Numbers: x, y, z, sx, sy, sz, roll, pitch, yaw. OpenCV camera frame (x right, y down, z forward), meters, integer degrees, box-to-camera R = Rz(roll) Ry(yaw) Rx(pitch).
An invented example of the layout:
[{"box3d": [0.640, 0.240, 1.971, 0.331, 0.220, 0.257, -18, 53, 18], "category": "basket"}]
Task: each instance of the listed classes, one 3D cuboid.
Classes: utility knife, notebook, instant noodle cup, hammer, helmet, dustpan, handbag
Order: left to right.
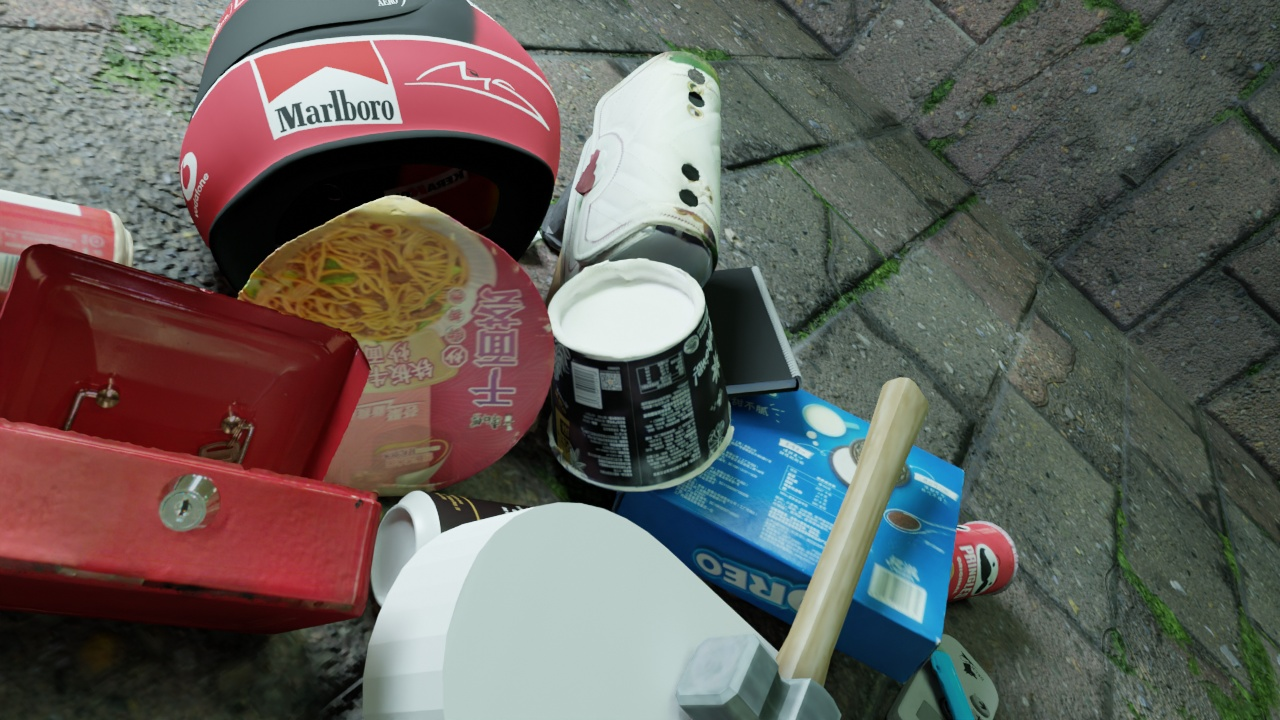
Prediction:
[{"box3d": [-0.188, -0.165, 0.639, 0.270, 0.198, 0.224, -6, 55, -41], "category": "helmet"}, {"box3d": [-0.145, -0.014, 0.541, 0.178, 0.179, 0.077, 25, 18, -26], "category": "instant noodle cup"}, {"box3d": [-0.065, -0.064, 0.772, 0.052, 0.098, 0.327, 29, 39, -17], "category": "hammer"}, {"box3d": [-0.023, 0.187, 0.474, 0.258, 0.053, 0.191, 47, 41, -31], "category": "dustpan"}, {"box3d": [-0.004, 0.004, 0.631, 0.137, 0.112, 0.137, -4, 42, 3], "category": "instant noodle cup"}, {"box3d": [0.004, -0.134, 0.724, 0.096, 0.142, 0.198, 22, 49, -21], "category": "handbag"}, {"box3d": [0.044, -0.026, 0.785, 0.149, 0.016, 0.206, -6, 30, 0], "category": "notebook"}, {"box3d": [0.130, 0.123, 0.583, 0.117, 0.051, 0.321, 51, 46, -17], "category": "hammer"}, {"box3d": [0.256, 0.310, 0.687, 0.031, 0.015, 0.224, 23, 36, -27], "category": "utility knife"}]

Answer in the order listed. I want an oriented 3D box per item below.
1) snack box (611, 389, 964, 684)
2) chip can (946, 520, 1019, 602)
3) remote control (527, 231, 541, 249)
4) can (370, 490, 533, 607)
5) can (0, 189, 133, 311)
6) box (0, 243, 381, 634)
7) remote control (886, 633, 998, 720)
[{"box3d": [0.121, 0.104, 0.705, 0.239, 0.056, 0.195, 27, 38, 7], "category": "snack box"}, {"box3d": [0.253, 0.185, 0.820, 0.232, 0.073, 0.073, 6, 46, -44], "category": "chip can"}, {"box3d": [-0.138, -0.158, 0.851, 0.049, 0.024, 0.143, 7, 47, -44], "category": "remote control"}, {"box3d": [-0.082, 0.117, 0.525, 0.128, 0.072, 0.071, 16, 40, -37], "category": "can"}, {"box3d": [-0.347, -0.056, 0.447, 0.170, 0.067, 0.067, 8, 44, -43], "category": "can"}, {"box3d": [-0.204, 0.063, 0.392, 0.157, 0.147, 0.156, 16, 21, -36], "category": "box"}, {"box3d": [0.252, 0.281, 0.750, 0.074, 0.019, 0.150, 50, 31, 12], "category": "remote control"}]
